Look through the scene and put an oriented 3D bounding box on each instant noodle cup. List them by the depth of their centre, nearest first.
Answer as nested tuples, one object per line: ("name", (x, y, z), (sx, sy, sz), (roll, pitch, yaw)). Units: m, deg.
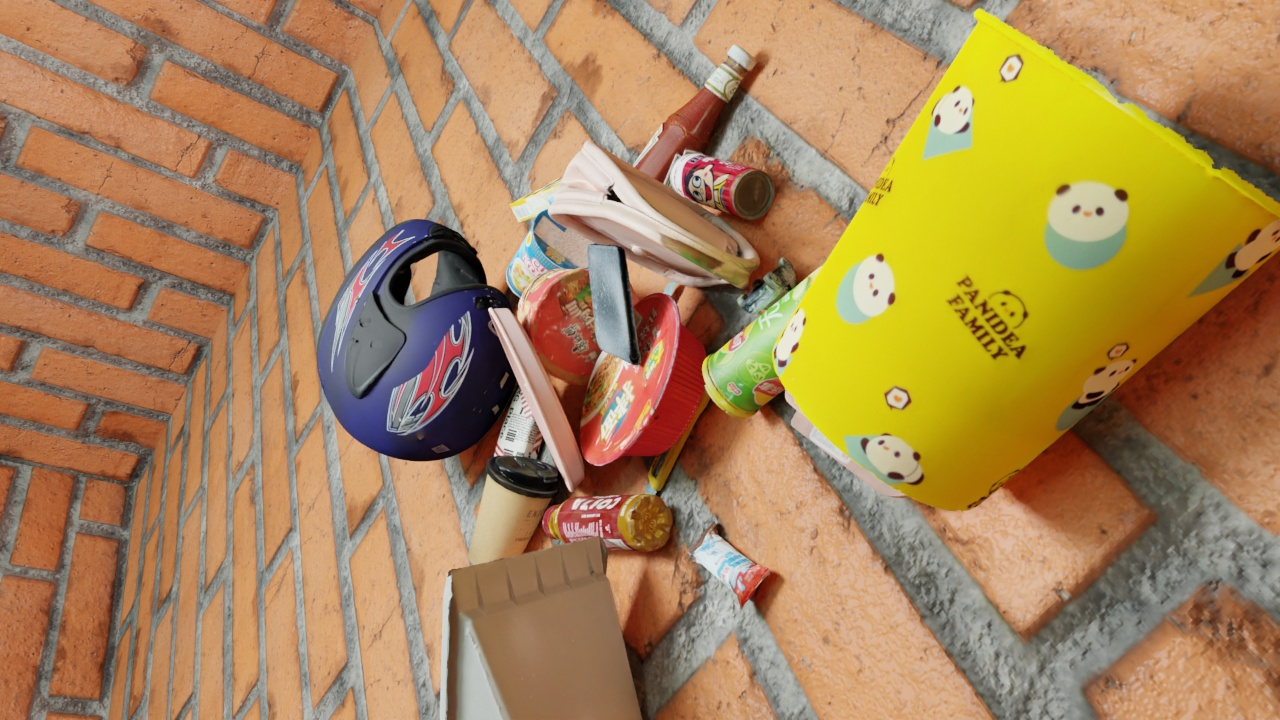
("instant noodle cup", (0.009, 0.027, 0.963), (0.194, 0.065, 0.193), (-47, 31, 39))
("instant noodle cup", (-0.080, -0.047, 1.092), (0.109, 0.137, 0.138), (28, 96, 63))
("instant noodle cup", (-0.125, -0.133, 1.233), (0.110, 0.099, 0.099), (-41, 43, 45))

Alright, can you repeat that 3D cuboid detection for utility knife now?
("utility knife", (0.041, 0.073, 0.959), (0.033, 0.015, 0.171), (34, 100, 58))
("utility knife", (-0.006, 0.006, 1.060), (0.029, 0.013, 0.218), (38, 106, 56))

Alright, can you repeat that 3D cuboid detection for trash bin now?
("trash bin", (0.234, -0.053, 0.602), (0.256, 0.229, 0.229), (-56, 36, 26))

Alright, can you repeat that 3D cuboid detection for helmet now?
("helmet", (-0.277, -0.015, 1.241), (0.240, 0.247, 0.315), (26, 90, 28))

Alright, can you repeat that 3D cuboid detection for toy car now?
("toy car", (0.124, -0.067, 0.870), (0.043, 0.034, 0.090), (-38, 1, 29))

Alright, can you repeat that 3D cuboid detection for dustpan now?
("dustpan", (-0.109, 0.321, 0.848), (0.143, 0.222, 0.257), (-29, 73, 30))

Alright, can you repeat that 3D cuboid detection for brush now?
("brush", (0.178, 0.060, 0.734), (0.063, 0.073, 0.145), (-60, 37, 11))

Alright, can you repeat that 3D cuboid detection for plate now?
("plate", (-0.116, 0.041, 1.049), (0.028, 0.230, 0.229), (-24, 39, -9))

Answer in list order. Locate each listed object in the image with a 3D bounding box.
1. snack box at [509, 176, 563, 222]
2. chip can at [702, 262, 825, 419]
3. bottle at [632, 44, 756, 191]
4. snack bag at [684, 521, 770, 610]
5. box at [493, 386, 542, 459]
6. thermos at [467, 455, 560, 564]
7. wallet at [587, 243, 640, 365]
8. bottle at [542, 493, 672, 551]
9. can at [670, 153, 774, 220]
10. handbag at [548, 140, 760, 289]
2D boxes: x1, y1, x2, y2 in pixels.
("snack box", (-0.109, -0.233, 1.268), (0.086, 0.034, 0.141), (-37, 21, -33))
("chip can", (0.152, -0.033, 0.818), (0.222, 0.072, 0.072), (-41, 43, 33))
("bottle", (0.062, -0.276, 1.082), (0.206, 0.059, 0.059), (-52, 38, 16))
("snack bag", (0.079, 0.187, 0.840), (0.048, 0.026, 0.104), (-53, 36, 1))
("box", (-0.152, 0.102, 1.188), (0.068, 0.051, 0.164), (1, 72, 64))
("thermos", (-0.157, 0.183, 1.111), (0.093, 0.093, 0.143), (40, 113, 54))
("wallet", (-0.028, -0.061, 0.950), (0.097, 0.019, 0.121), (-157, 57, -67))
("bottle", (-0.042, 0.173, 0.981), (0.175, 0.057, 0.057), (-12, 63, 50))
("can", (0.087, -0.193, 1.005), (0.133, 0.053, 0.053), (34, 100, 54))
("handbag", (0.028, -0.127, 0.910), (0.093, 0.193, 0.234), (-62, 28, 7))
